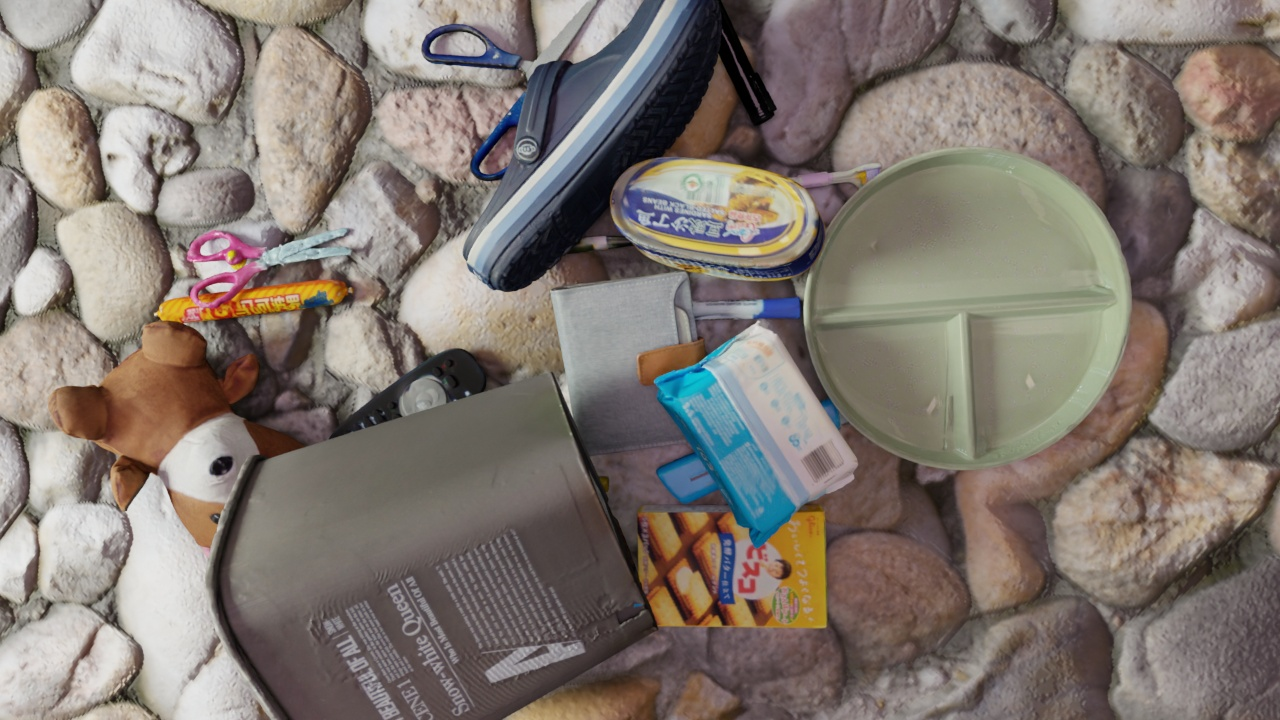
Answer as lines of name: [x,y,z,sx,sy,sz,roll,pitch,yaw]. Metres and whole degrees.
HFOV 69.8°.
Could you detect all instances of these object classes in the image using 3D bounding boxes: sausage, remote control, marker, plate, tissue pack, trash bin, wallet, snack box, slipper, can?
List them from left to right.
sausage: [-0.305,-0.046,0.723,0.165,0.021,0.021,-7,91,6]
remote control: [-0.179,0.042,0.708,0.136,0.024,0.053,-36,88,-4]
trash bin: [-0.124,0.132,0.601,0.219,0.198,0.199,-22,115,-3]
slipper: [-0.043,-0.162,0.654,0.095,0.105,0.253,41,97,8]
wallet: [-0.004,0.004,0.675,0.106,0.037,0.130,-7,105,5]
marker: [0.046,-0.038,0.689,0.146,0.017,0.017,-1,92,6]
can: [0.053,-0.099,0.641,0.148,0.049,0.074,13,88,16]
marker: [0.064,-0.237,0.678,0.020,0.022,0.132,-25,89,-30]
snack box: [0.068,0.153,0.686,0.140,0.033,0.087,-1,92,4]
tissue pack: [0.080,0.050,0.642,0.090,0.063,0.140,-34,94,-8]
plate: [0.231,-0.036,0.658,0.230,0.027,0.230,0,93,1]

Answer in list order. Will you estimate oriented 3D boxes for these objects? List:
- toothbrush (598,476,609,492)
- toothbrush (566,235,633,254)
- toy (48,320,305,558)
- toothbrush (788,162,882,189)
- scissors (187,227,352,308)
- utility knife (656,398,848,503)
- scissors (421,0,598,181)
toothbrush: [-0.118,0.103,0.712,0.190,0.015,0.016,-4,96,6]
toothbrush: [-0.041,-0.091,0.699,0.186,0.012,0.017,-6,85,6]
toy: [-0.321,0.067,0.686,0.140,0.131,0.199,-44,95,-19]
toothbrush: [0.083,-0.126,0.682,0.190,0.029,0.020,-5,49,7]
scissors: [-0.288,-0.072,0.714,0.137,0.017,0.076,-3,66,3]
utility knife: [0.102,0.059,0.687,0.186,0.018,0.034,-24,89,5]
scissors: [-0.090,-0.216,0.700,0.162,0.012,0.176,28,92,4]
